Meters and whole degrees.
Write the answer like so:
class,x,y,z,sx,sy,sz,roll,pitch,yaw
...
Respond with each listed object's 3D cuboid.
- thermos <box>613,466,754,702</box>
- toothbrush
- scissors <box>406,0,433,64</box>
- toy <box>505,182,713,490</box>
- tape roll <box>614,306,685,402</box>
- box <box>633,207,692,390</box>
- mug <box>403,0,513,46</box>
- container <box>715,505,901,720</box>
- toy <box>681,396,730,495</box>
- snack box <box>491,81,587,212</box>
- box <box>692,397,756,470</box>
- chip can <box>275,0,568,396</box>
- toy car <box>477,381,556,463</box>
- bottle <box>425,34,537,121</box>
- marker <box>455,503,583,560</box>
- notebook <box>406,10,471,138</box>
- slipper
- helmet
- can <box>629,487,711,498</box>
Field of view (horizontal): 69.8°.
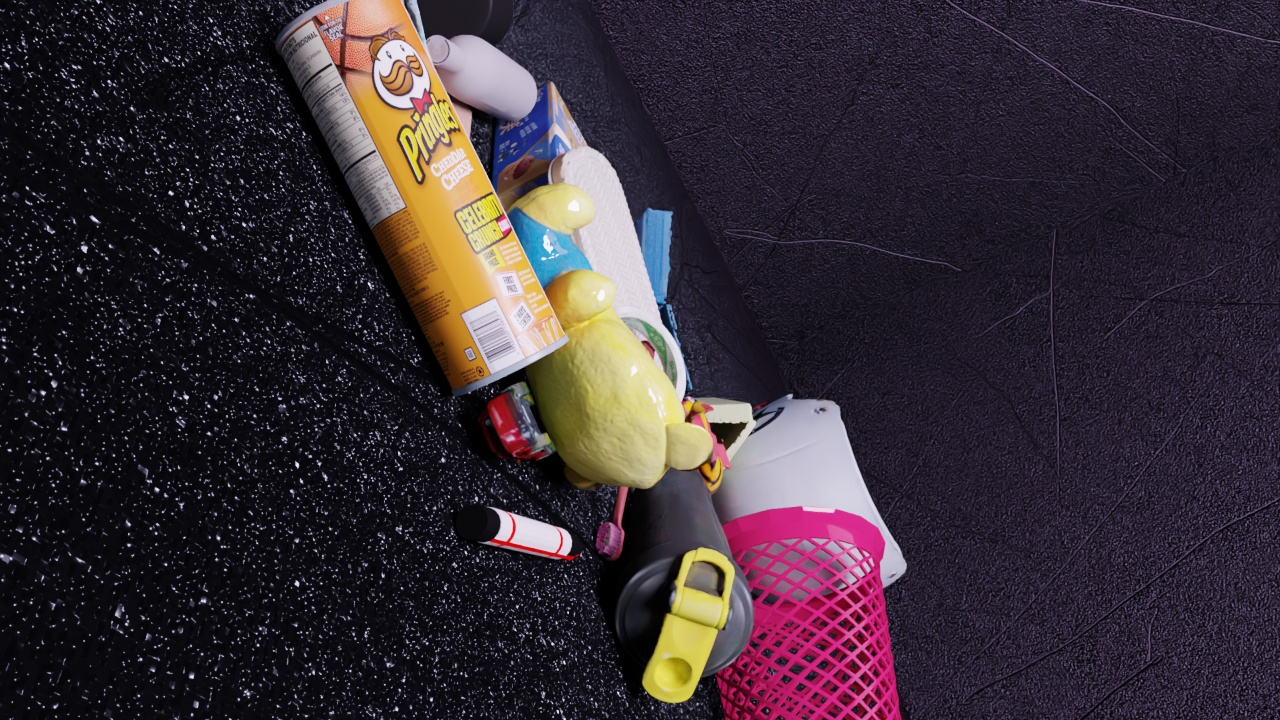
class,x,y,z,sx,sy,sz,roll,pitch,yaw
thermos,0.029,0.149,0.686,0.098,0.098,0.220,63,7,-14
toothbrush,-0.010,0.063,0.707,0.016,0.016,0.189,44,44,-41
scissors,-0.138,-0.182,0.608,0.171,0.013,0.172,140,-64,-78
toy,-0.045,-0.006,0.617,0.214,0.083,0.149,65,-23,9
tape roll,-0.004,0.004,0.717,0.093,0.018,0.093,19,58,-34
box,0.005,-0.051,0.948,0.232,0.047,0.177,157,-74,-81
mug,-0.173,-0.325,0.805,0.113,0.078,0.087,36,16,-7
container,0.139,0.269,0.776,0.183,0.183,0.225,55,23,-44
toy,0.054,0.073,0.848,0.084,0.046,0.103,-154,-136,-86
snack box,-0.075,-0.154,0.886,0.202,0.069,0.155,-99,162,-53
box,0.074,0.067,0.991,0.188,0.077,0.090,155,-87,-84
chip can,-0.121,-0.092,0.523,0.215,0.075,0.075,64,11,-7
toy car,-0.074,0.041,0.559,0.091,0.036,0.042,68,-3,-84
bottle,-0.136,-0.241,0.772,0.052,0.052,0.195,65,10,-3
marker,-0.063,0.103,0.533,0.145,0.019,0.019,41,27,-65
notebook,-0.191,-0.250,0.702,0.209,0.008,0.141,58,14,-36
slipper,-0.031,-0.041,0.769,0.114,0.054,0.272,-14,96,-50
helmet,0.151,0.169,1.010,0.264,0.163,0.236,155,-86,-79
can,0.023,0.103,0.865,0.130,0.044,0.129,61,12,-23
